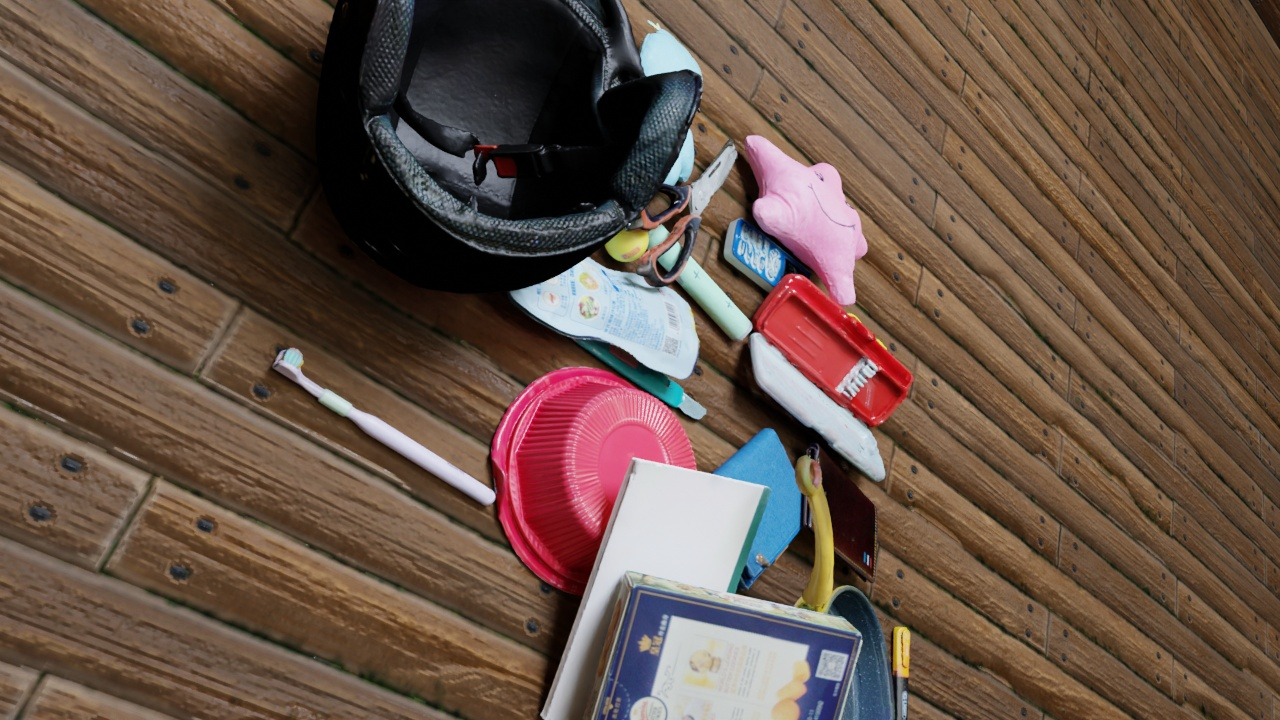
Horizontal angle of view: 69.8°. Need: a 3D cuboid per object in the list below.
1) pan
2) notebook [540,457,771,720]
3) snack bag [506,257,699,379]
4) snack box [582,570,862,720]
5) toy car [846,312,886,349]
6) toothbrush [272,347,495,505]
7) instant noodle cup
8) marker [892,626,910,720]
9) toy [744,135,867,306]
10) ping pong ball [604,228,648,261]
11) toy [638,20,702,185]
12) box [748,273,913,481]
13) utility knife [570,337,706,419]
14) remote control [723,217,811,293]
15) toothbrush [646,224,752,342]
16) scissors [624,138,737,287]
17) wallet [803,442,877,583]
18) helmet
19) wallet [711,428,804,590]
[{"bbox_3d":[0.163,0.233,0.783,0.357,0.078,0.197,66,33,-21],"label":"pan"},{"bbox_3d":[0.018,0.186,0.721,0.150,0.012,0.209,17,94,-38],"label":"notebook"},{"bbox_3d":[-0.033,-0.052,0.784,0.190,0.039,0.110,21,51,-34],"label":"snack bag"},{"bbox_3d":[0.053,0.263,0.680,0.182,0.046,0.178,15,92,-9],"label":"snack box"},{"bbox_3d":[0.246,-0.011,1.012,0.105,0.032,0.048,47,54,-17],"label":"toy car"},{"bbox_3d":[-0.178,0.052,0.659,0.189,0.029,0.021,40,96,-26],"label":"toothbrush"},{"bbox_3d":[-0.022,0.093,0.743,0.193,0.066,0.193,11,71,-36],"label":"instant noodle cup"},{"bbox_3d":[0.268,0.337,0.941,0.018,0.015,0.123,17,69,-30],"label":"marker"},{"bbox_3d":[0.176,-0.164,0.972,0.194,0.075,0.178,42,43,-18],"label":"toy"},{"bbox_3d":[-0.013,-0.109,0.823,0.040,0.040,0.040,12,70,-36],"label":"ping pong ball"},{"bbox_3d":[0.025,-0.248,0.884,0.161,0.050,0.156,-38,119,-56],"label":"toy"},{"bbox_3d":[0.191,0.020,0.940,0.201,0.074,0.154,37,61,-25],"label":"box"},{"bbox_3d":[-0.005,0.005,0.815,0.179,0.013,0.029,35,54,-27],"label":"utility knife"},{"bbox_3d":[0.133,-0.096,0.949,0.125,0.024,0.049,32,59,-32],"label":"remote control"},{"bbox_3d":[0.028,-0.100,0.864,0.224,0.026,0.027,45,75,-20],"label":"toothbrush"},{"bbox_3d":[0.042,-0.158,0.853,0.191,0.015,0.206,23,69,-51],"label":"scissors"},{"bbox_3d":[0.199,0.153,0.914,0.122,0.020,0.096,43,41,-32],"label":"wallet"},{"bbox_3d":[-0.107,-0.176,0.645,0.233,0.231,0.274,20,57,-26],"label":"helmet"},{"bbox_3d":[0.106,0.135,0.851,0.132,0.040,0.106,-32,98,-48],"label":"wallet"}]
